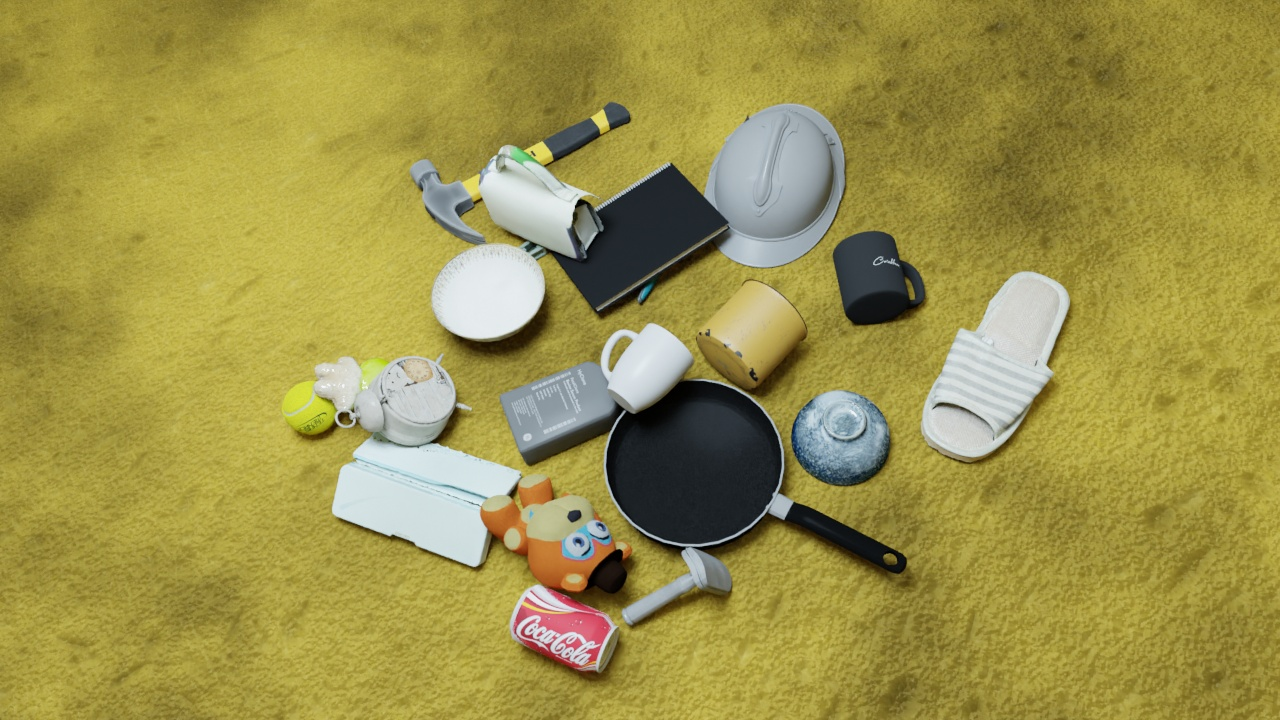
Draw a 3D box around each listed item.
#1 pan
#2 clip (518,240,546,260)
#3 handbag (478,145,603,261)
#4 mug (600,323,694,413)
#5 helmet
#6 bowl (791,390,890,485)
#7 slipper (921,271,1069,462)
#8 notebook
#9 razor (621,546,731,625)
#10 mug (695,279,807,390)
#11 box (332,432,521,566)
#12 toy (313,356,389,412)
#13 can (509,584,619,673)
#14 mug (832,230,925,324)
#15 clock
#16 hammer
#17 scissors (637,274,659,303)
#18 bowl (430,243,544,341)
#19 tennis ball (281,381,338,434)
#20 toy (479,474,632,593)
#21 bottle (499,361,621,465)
[{"bbox_3d":[0.126,0.151,1.031,0.356,0.044,0.203,26,68,19],"label":"pan"},{"bbox_3d":[-0.163,-0.137,1.233,0.075,0.023,0.042,-36,62,-15],"label":"clip"},{"bbox_3d":[-0.129,-0.218,1.157,0.151,0.176,0.074,24,71,20],"label":"handbag"},{"bbox_3d":[-0.006,0.006,1.069,0.107,0.071,0.089,31,72,34],"label":"mug"},{"bbox_3d":[0.177,-0.263,1.204,0.183,0.118,0.270,13,68,13],"label":"helmet"},{"bbox_3d":[0.231,0.079,1.049,0.114,0.061,0.114,-3,60,5],"label":"bowl"},{"bbox_3d":[0.422,-0.001,1.076,0.114,0.054,0.272,33,69,16],"label":"slipper"},{"bbox_3d":[-0.008,-0.167,1.213,0.206,0.016,0.149,-33,55,-5],"label":"notebook"},{"bbox_3d":[0.032,0.249,0.983,0.116,0.088,0.047,-33,61,11],"label":"razor"},{"bbox_3d":[0.124,-0.030,1.106,0.094,0.100,0.124,-46,25,-15],"label":"mug"},{"bbox_3d":[-0.252,0.156,1.079,0.197,0.074,0.125,17,47,14],"label":"box"},{"bbox_3d":[-0.343,0.035,1.129,0.117,0.043,0.092,13,58,-27],"label":"toy"},{"bbox_3d":[-0.080,0.285,0.972,0.105,0.064,0.064,20,66,16],"label":"can"},{"bbox_3d":[0.299,-0.099,1.133,0.113,0.078,0.087,6,59,-19],"label":"mug"},{"bbox_3d":[-0.286,0.048,1.087,0.156,0.061,0.103,-18,72,-41],"label":"clock"},{"bbox_3d":[-0.156,-0.282,1.308,0.324,0.034,0.170,-31,64,-11],"label":"hammer"},{"bbox_3d":[0.012,-0.134,1.213,0.156,0.019,0.124,-16,62,-1],"label":"scissors"},{"bbox_3d":[-0.189,-0.074,1.179,0.145,0.063,0.145,-3,61,5],"label":"bowl"},{"bbox_3d":[-0.407,0.058,1.132,0.065,0.065,0.065,-3,62,5],"label":"tennis ball"},{"bbox_3d":[-0.088,0.196,1.006,0.176,0.096,0.111,39,38,19],"label":"toy"},{"bbox_3d":[-0.073,0.052,1.107,0.174,0.046,0.083,-22,62,-5],"label":"bottle"}]
